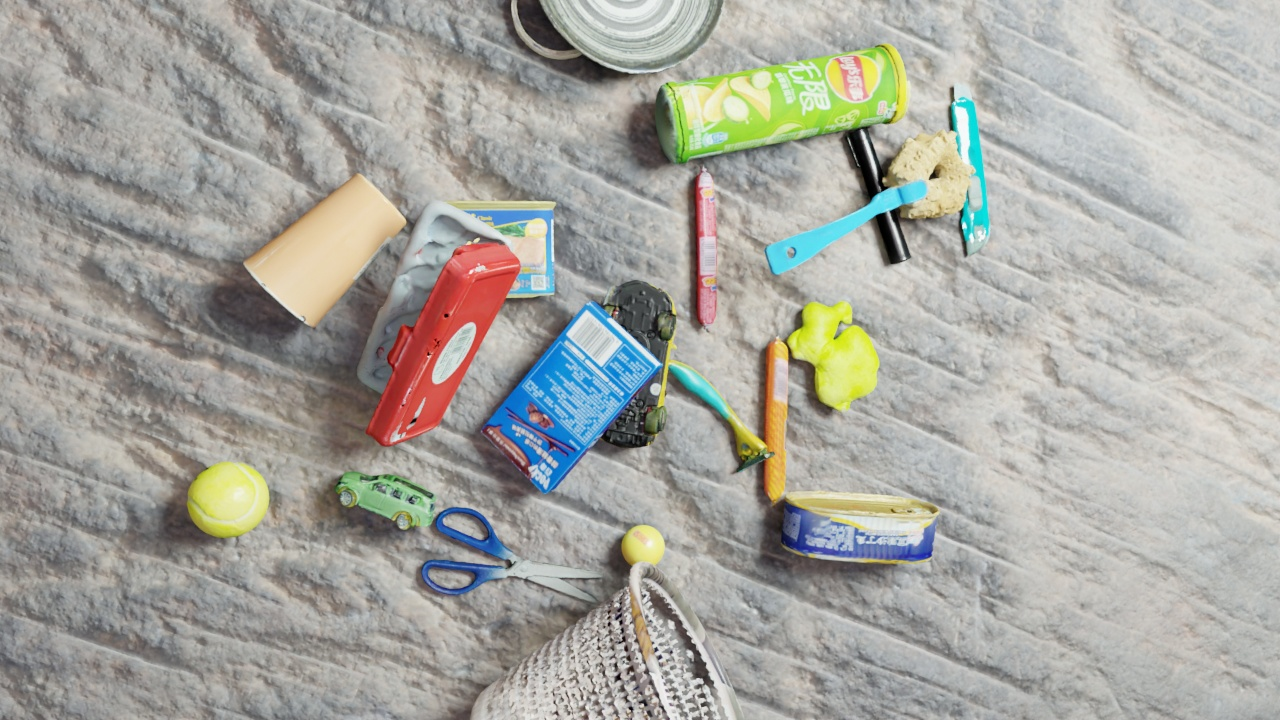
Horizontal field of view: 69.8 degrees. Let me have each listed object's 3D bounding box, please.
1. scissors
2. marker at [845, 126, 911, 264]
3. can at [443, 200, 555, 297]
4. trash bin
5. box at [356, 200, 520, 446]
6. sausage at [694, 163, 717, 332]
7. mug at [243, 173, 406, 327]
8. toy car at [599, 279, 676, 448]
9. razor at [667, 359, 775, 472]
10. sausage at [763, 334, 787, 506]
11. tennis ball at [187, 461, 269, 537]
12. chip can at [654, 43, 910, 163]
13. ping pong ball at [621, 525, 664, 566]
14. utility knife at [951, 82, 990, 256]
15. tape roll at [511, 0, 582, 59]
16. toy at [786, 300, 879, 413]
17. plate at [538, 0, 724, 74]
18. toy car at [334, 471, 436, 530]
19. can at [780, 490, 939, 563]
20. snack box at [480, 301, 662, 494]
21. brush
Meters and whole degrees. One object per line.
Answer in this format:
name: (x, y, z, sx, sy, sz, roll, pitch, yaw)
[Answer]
scissors: (-0.118, 0.183, 0.857, 0.171, 0.012, 0.141, -15, 97, -7)
marker: (0.225, -0.155, 0.868, 0.022, 0.020, 0.132, -20, 97, 3)
can: (-0.125, -0.098, 0.809, 0.102, 0.057, 0.083, -1, 97, -7)
trash bin: (-0.030, 0.317, 0.792, 0.192, 0.227, 0.227, -29, 98, 8)
box: (-0.182, -0.033, 0.766, 0.098, 0.095, 0.202, 43, 122, 16)
sausage: (0.061, -0.104, 0.851, 0.020, 0.020, 0.156, -2, 95, -7)
mug: (-0.264, -0.097, 0.784, 0.122, 0.078, 0.078, -45, 99, -7)
toy car: (-0.005, 0.005, 0.835, 0.071, 0.041, 0.156, 9, 97, 13)
razor: (0.071, 0.047, 0.861, 0.132, 0.043, 0.028, 48, 48, -7)
sausage: (0.128, 0.058, 0.872, 0.021, 0.021, 0.165, 0, 95, -8)
tennis ball: (-0.356, 0.120, 0.792, 0.065, 0.065, 0.065, -1, 95, -8)
chip can: (0.123, -0.229, 0.822, 0.221, 0.072, 0.072, -12, 96, -7)
ping pong ball: (0.002, 0.174, 0.856, 0.040, 0.040, 0.040, -1, 95, -8)
utility knife: (0.316, -0.184, 0.880, 0.029, 0.013, 0.164, -10, 96, -8)
tape roll: (-0.072, -0.314, 0.818, 0.085, 0.014, 0.086, -1, 95, -7)
toy: (0.187, -0.006, 0.870, 0.100, 0.031, 0.096, 27, 89, -8)
plate: (-0.011, -0.339, 0.809, 0.179, 0.024, 0.179, 0, 88, -17)
toy car: (-0.227, 0.122, 0.821, 0.091, 0.043, 0.036, 20, 95, -10)
can: (0.206, 0.156, 0.865, 0.148, 0.074, 0.049, 4, 97, -8)
snack box: (-0.062, 0.034, 0.816, 0.084, 0.026, 0.157, 43, 102, 9)
brush: (0.208, -0.136, 0.818, 0.254, 0.046, 0.083, -29, 107, -27)
